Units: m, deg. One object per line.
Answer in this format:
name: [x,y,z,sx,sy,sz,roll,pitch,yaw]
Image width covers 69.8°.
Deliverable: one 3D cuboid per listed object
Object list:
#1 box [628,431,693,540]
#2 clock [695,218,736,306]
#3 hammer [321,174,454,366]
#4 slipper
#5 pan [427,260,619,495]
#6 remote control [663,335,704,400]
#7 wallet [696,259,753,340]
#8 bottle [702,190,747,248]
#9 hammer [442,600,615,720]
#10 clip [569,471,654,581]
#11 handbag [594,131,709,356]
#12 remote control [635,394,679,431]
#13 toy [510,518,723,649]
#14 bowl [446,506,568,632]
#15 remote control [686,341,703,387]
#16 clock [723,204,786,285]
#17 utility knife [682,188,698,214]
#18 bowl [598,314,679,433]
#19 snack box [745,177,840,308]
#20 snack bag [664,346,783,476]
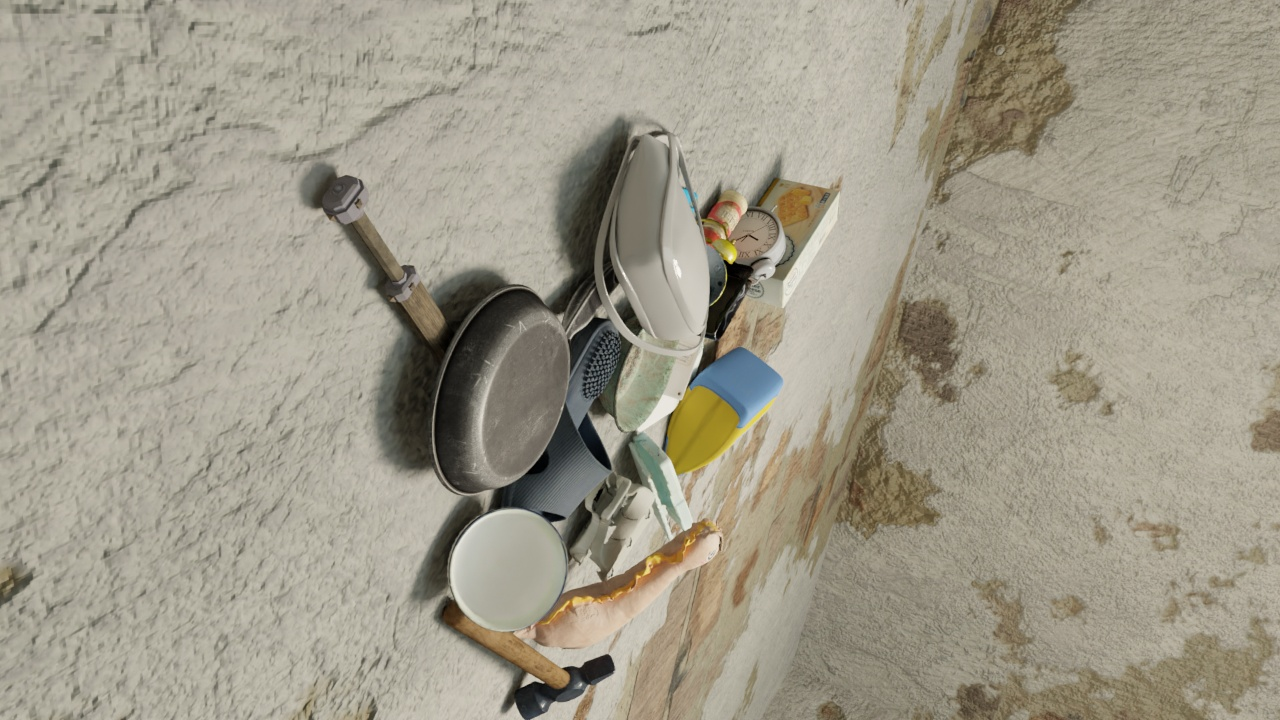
box: [0.026,0.174,1.271,0.199,0.066,0.083,71,4,-54]
clock: [0.068,-0.112,1.100,0.057,0.083,0.119,-8,117,-79]
hammer: [-0.162,-0.033,0.710,0.146,0.028,0.317,-62,158,-23]
slipper: [-0.066,0.083,0.967,0.263,0.082,0.101,-67,156,-7]
pan: [-0.082,-0.012,0.855,0.355,0.055,0.188,-46,145,-49]
remote control: [0.053,-0.019,1.201,0.011,0.050,0.136,-152,-99,-75]
wallet: [0.082,-0.079,1.158,0.114,0.089,0.026,-57,149,-26]
bottle: [0.099,-0.171,1.177,0.108,0.044,0.044,-57,155,-31]
hammer: [-0.134,0.330,1.033,0.129,0.040,0.322,-26,143,3]
clip: [-0.045,0.195,1.163,0.125,0.097,0.152,-58,143,-30]
handbag: [0.024,-0.139,0.967,0.216,0.096,0.222,62,28,-52]
remote control: [0.023,0.061,1.244,0.136,0.013,0.043,-27,133,-60]
toy: [-0.021,0.274,1.105,0.265,0.065,0.196,-38,153,16]
bowl: [-0.136,0.201,0.901,0.118,0.118,0.062,-62,-161,-17]
remote control: [0.070,-0.018,1.268,0.049,0.024,0.144,-52,153,-36]
clock: [0.144,-0.151,1.223,0.035,0.095,0.122,62,35,-57]
utility knife: [0.033,-0.184,1.051,0.178,0.015,0.031,-13,116,-63]
bowl: [-0.006,0.006,1.091,0.157,0.038,0.158,-49,151,-41]
snack box: [0.202,-0.175,1.335,0.207,0.104,0.058,-55,151,-32]
snack bag: [0.106,0.096,1.378,0.158,0.102,0.206,-31,157,-57]
